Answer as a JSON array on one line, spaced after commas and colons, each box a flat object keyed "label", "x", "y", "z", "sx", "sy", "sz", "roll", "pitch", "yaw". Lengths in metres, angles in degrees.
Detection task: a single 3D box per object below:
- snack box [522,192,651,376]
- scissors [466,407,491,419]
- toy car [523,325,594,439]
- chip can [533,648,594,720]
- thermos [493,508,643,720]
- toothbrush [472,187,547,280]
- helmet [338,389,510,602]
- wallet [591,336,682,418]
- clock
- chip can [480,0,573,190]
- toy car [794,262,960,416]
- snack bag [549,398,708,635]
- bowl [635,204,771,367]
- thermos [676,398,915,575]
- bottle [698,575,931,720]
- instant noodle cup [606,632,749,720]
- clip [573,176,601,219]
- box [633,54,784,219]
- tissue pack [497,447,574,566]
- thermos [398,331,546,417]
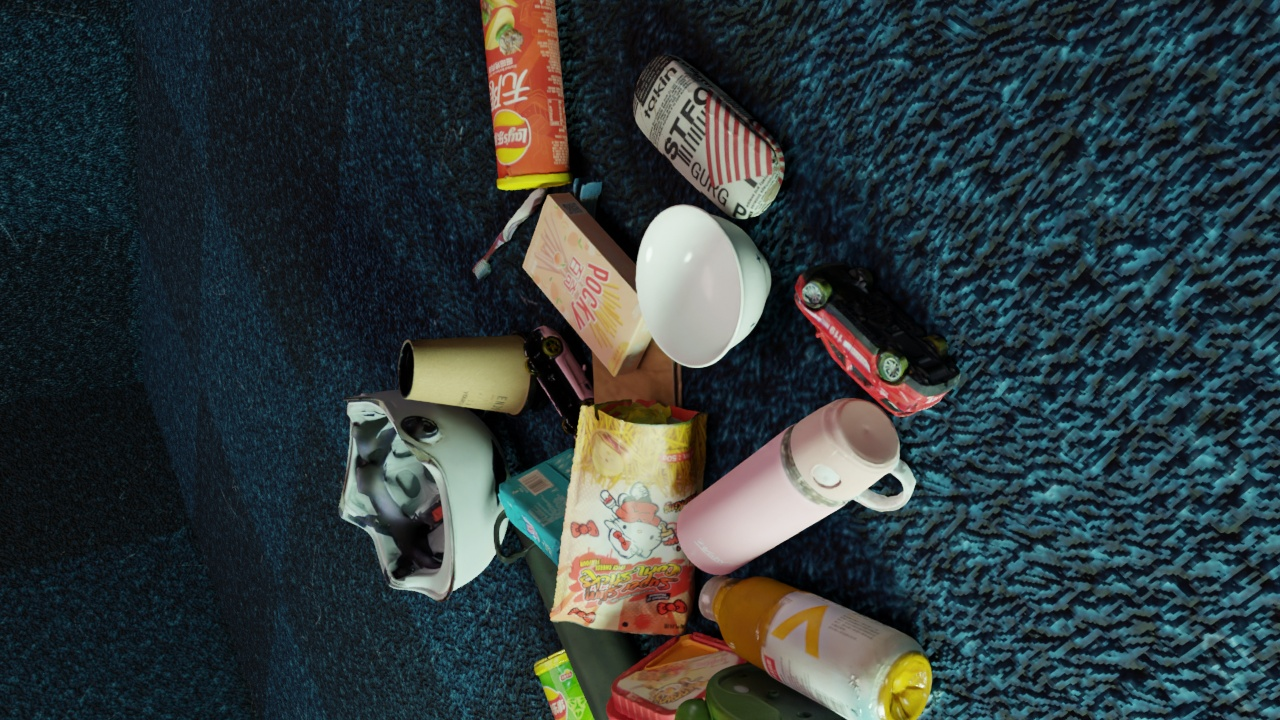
[{"label": "snack box", "x": -0.044, "y": -0.069, "z": 0.810, "sx": 0.157, "sy": 0.026, "sz": 0.085, "roll": 50, "pitch": 133, "yaw": 28}, {"label": "scissors", "x": -0.222, "y": 0.051, "z": 1.131, "sx": 0.163, "sy": 0.014, "sz": 0.165, "roll": 39, "pitch": 129, "yaw": 43}, {"label": "toy car", "x": -0.073, "y": 0.022, "z": 0.904, "sx": 0.122, "sy": 0.037, "sz": 0.056, "roll": 58, "pitch": 144, "yaw": 6}, {"label": "chip can", "x": -0.036, "y": 0.399, "z": 0.927, "sx": 0.073, "sy": 0.072, "sz": 0.221, "roll": -46, "pitch": 64, "yaw": 49}, {"label": "thermos", "x": -0.070, "y": 0.249, "z": 0.917, "sx": 0.242, "sy": 0.089, "sz": 0.069, "roll": 60, "pitch": 156, "yaw": 23}, {"label": "toothbrush", "x": -0.139, "y": -0.131, "z": 0.966, "sx": 0.188, "sy": 0.016, "sz": 0.017, "roll": -36, "pitch": 78, "yaw": 52}, {"label": "helmet", "x": -0.232, "y": 0.143, "z": 1.059, "sx": 0.259, "sy": 0.145, "sz": 0.229, "roll": 31, "pitch": 125, "yaw": 35}, {"label": "wallet", "x": -0.005, "y": 0.005, "z": 0.822, "sx": 0.115, "sy": 0.020, "sz": 0.101, "roll": 12, "pitch": 111, "yaw": 49}, {"label": "clock", "x": 0.090, "y": 0.267, "z": 0.649, "sx": 0.116, "sy": 0.161, "sz": 0.056, "roll": 11, "pitch": 99, "yaw": 52}, {"label": "chip can", "x": -0.106, "y": -0.267, "z": 0.837, "sx": 0.073, "sy": 0.073, "sz": 0.217, "roll": 9, "pitch": 106, "yaw": 52}, {"label": "toy car", "x": 0.145, "y": -0.015, "z": 0.584, "sx": 0.120, "sy": 0.052, "sz": 0.045, "roll": 53, "pitch": 139, "yaw": 29}, {"label": "snack bag", "x": -0.006, "y": 0.138, "z": 0.785, "sx": 0.073, "sy": 0.128, "sz": 0.208, "roll": -113, "pitch": 28, "yaw": -73}, {"label": "bowl", "x": 0.057, "y": -0.058, "z": 0.681, "sx": 0.118, "sy": 0.064, "sz": 0.118, "roll": 18, "pitch": 113, "yaw": 50}, {"label": "thermos", "x": 0.109, "y": 0.100, "z": 0.663, "sx": 0.087, "sy": 0.067, "sz": 0.199, "roll": 41, "pitch": 137, "yaw": -3}, {"label": "bottle", "x": 0.117, "y": 0.203, "z": 0.669, "sx": 0.190, "sy": 0.067, "sz": 0.068, "roll": 12, "pitch": 109, "yaw": 52}, {"label": "instant noodle cup", "x": 0.051, "y": 0.310, "z": 0.762, "sx": 0.117, "sy": 0.116, "sz": 0.124, "roll": -2, "pitch": 109, "yaw": 54}, {"label": "clip", "x": -0.051, "y": -0.139, "z": 0.840, "sx": 0.038, "sy": 0.026, "sz": 0.058, "roll": 32, "pitch": 128, "yaw": 36}, {"label": "box", "x": 0.045, "y": -0.168, "z": 0.682, "sx": 0.164, "sy": 0.051, "sz": 0.069, "roll": 50, "pitch": 116, "yaw": 34}, {"label": "tissue pack", "x": -0.066, "y": 0.143, "z": 0.874, "sx": 0.133, "sy": 0.093, "sz": 0.050, "roll": 31, "pitch": 139, "yaw": 47}, {"label": "thermos", "x": -0.174, "y": 0.013, "z": 0.957, "sx": 0.093, "sy": 0.143, "sz": 0.093, "roll": -8, "pitch": 81, "yaw": 60}]
